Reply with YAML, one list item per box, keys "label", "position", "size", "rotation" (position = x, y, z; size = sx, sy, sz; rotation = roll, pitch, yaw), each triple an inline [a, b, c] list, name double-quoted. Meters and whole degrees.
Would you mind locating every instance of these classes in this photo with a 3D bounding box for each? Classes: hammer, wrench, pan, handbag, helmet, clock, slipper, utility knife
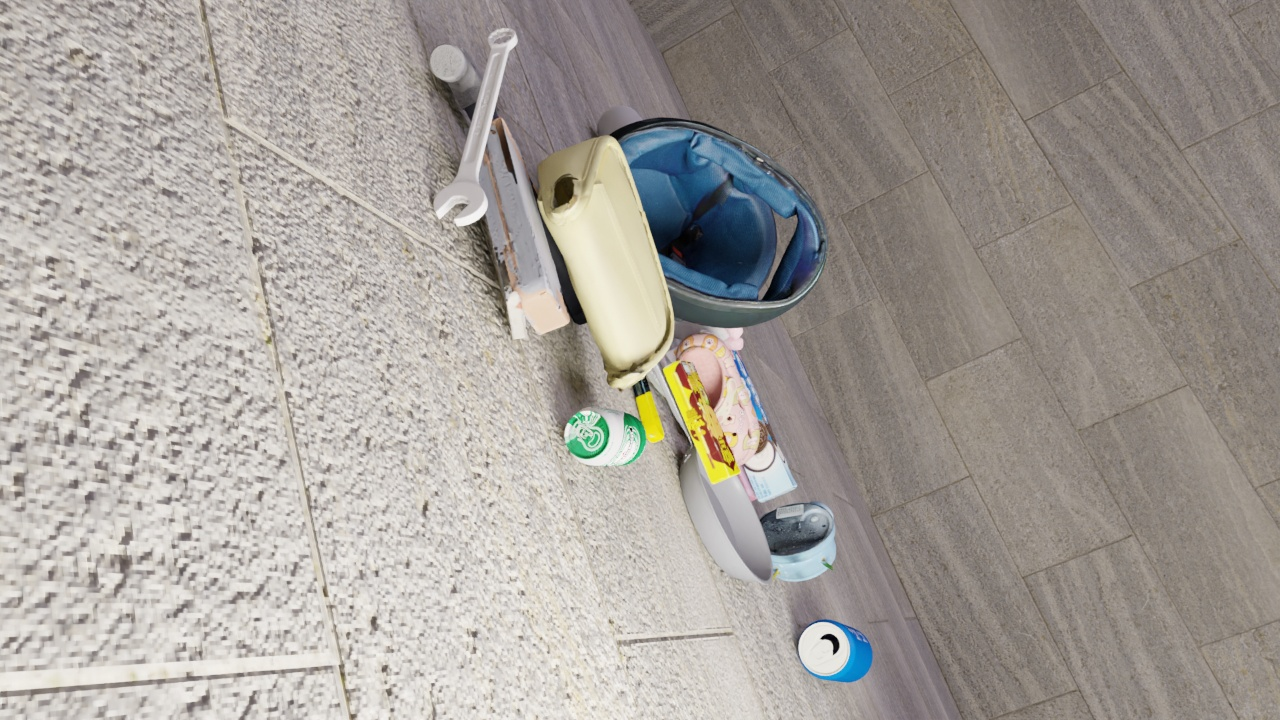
- label: "hammer"
  position: [-0.127, -0.180, 0.979]
  size: [0.312, 0.035, 0.139]
  rotation: [63, 4, -9]
- label: "wrench"
  position: [-0.147, -0.226, 0.856]
  size: [0.009, 0.047, 0.272]
  rotation: [73, 17, -52]
- label: "pan"
  position: [0.069, 0.121, 1.125]
  size: [0.356, 0.051, 0.200]
  rotation: [59, 15, -12]
- label: "handbag"
  position: [-0.041, -0.098, 0.926]
  size: [0.190, 0.089, 0.233]
  rotation: [-65, 137, -66]
- label: "helmet"
  position: [0.069, -0.163, 1.155]
  size: [0.316, 0.249, 0.236]
  rotation: [26, -5, 3]
- label: "clock"
  position: [0.224, 0.250, 1.321]
  size: [0.161, 0.118, 0.060]
  rotation: [-73, 146, -61]
- label: "slipper"
  position: [0.096, 0.062, 1.221]
  size: [0.081, 0.093, 0.197]
  rotation: [-43, 121, -58]
- label: "utility knife"
  position: [-0.007, 0.007, 1.121]
  size: [0.029, 0.020, 0.213]
  rotation: [48, 22, -53]

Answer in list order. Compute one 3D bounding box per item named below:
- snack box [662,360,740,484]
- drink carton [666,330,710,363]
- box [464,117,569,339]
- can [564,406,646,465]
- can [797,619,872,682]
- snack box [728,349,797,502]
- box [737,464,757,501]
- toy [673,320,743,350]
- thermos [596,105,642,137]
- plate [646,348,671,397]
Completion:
- label: "snack box"
  position: [0.073, 0.072, 1.091]
  size: [0.149, 0.026, 0.061]
  rotation: [67, 16, 8]
- label: "drink carton"
  position: [0.094, 0.023, 1.277]
  size: [0.122, 0.069, 0.038]
  rotation: [58, 9, -9]
- label: "box"
  position: [-0.117, -0.125, 0.845]
  size: [0.081, 0.063, 0.216]
  rotation: [71, 0, -60]
- label: "can"
  position: [-0.031, 0.071, 0.851]
  size: [0.053, 0.053, 0.101]
  rotation: [67, 14, 14]
- label: "can"
  position: [0.274, 0.408, 1.286]
  size: [0.146, 0.079, 0.079]
  rotation: [39, 28, -59]
- label: "snack box"
  position: [0.156, 0.092, 1.335]
  size: [0.226, 0.059, 0.059]
  rotation: [68, 15, 13]
- label: "box"
  position: [0.109, 0.099, 1.348]
  size: [0.232, 0.037, 0.098]
  rotation: [68, 10, 16]
- label: "toy"
  position: [0.077, -0.075, 1.314]
  size: [0.179, 0.101, 0.139]
  rotation: [35, -32, 28]
- label: "thermos"
  position: [-0.009, -0.346, 1.551]
  size: [0.131, 0.131, 0.221]
  rotation: [50, 12, -42]
- label: "plate"
  position: [0.017, -0.010, 1.248]
  size: [0.157, 0.014, 0.156]
  rotation: [57, 15, -25]
